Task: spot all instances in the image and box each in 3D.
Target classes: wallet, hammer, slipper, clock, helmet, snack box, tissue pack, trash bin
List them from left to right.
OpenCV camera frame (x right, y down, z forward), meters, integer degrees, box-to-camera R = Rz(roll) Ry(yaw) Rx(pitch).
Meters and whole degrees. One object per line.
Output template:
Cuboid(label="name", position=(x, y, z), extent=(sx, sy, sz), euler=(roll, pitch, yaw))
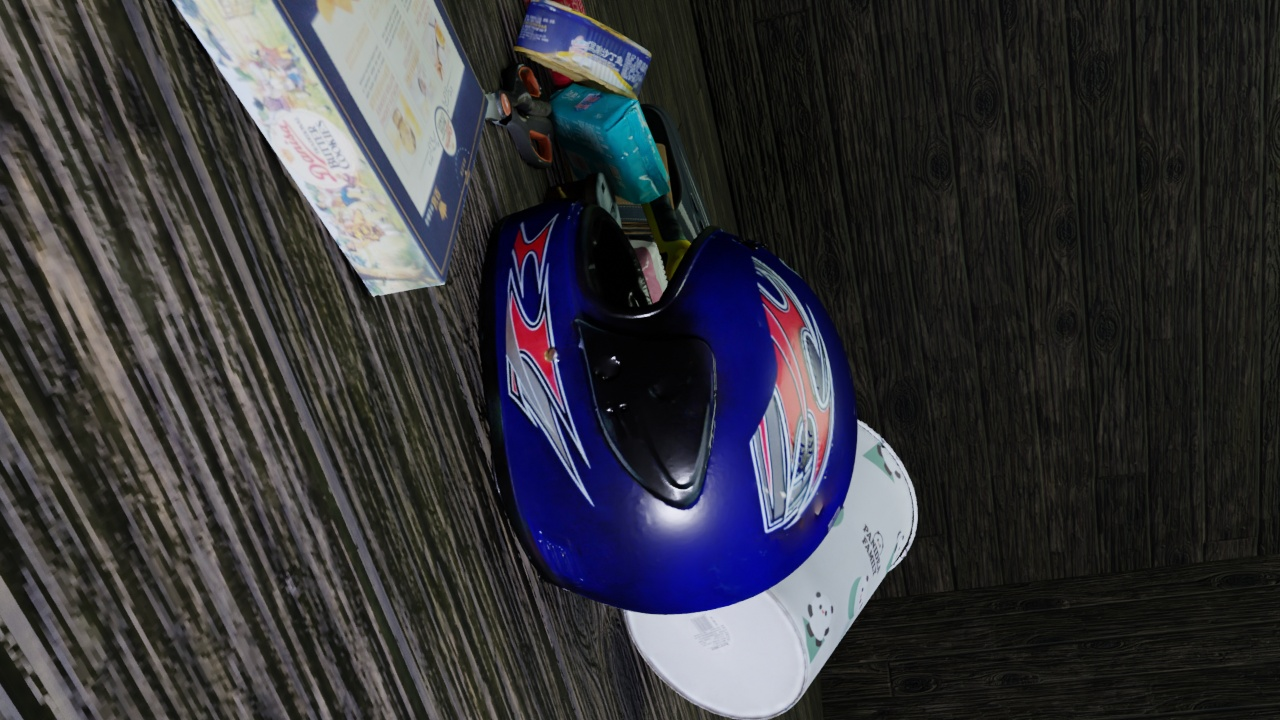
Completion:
Cuboid(label="snack box", position=(-0.143, -0.157, 0.473), extent=(0.183, 0.046, 0.177), euler=(68, 17, -44))
Cuboid(label="clock", position=(-0.049, -0.120, 0.863), extent=(0.081, 0.055, 0.122), euler=(-84, 161, -56))
Cuboid(label="tissue pack", position=(-0.030, -0.209, 0.879), extent=(0.133, 0.050, 0.093), euler=(34, -22, 46))
Cuboid(label="wallet", position=(-0.005, -0.207, 1.095), extent=(0.033, 0.090, 0.115), euler=(137, -51, -63))
Cuboid(label="hammer", position=(0.002, -0.199, 0.962), extent=(0.126, 0.032, 0.322), euler=(107, -26, -44))
Cuboid(label="slipper", position=(0.018, -0.194, 1.162), extent=(0.083, 0.111, 0.268), euler=(-18, 92, -63))
Cuboid(label="helmet", position=(0.030, 0.020, 0.668), extent=(0.247, 0.241, 0.315), euler=(34, 46, -74))
Cuboid(label="trash bin", position=(0.125, 0.195, 0.901), extent=(0.251, 0.230, 0.230), euler=(-39, 121, -50))

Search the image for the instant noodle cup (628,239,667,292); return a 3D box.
Cuboid(label="instant noodle cup", position=(0.002, -0.056, 1.040), extent=(0.137, 0.060, 0.173), euler=(-70, 147, -67))

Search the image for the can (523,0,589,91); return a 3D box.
Cuboid(label="can", position=(-0.072, -0.312, 0.915), extent=(0.053, 0.053, 0.133), euler=(-86, 162, -48))

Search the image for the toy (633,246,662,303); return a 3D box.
Cuboid(label="toy", position=(-0.005, 0.005, 0.912), extent=(0.178, 0.075, 0.195), euler=(-63, 147, -39))

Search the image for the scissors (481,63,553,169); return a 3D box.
Cuboid(label="scissors", position=(-0.104, -0.190, 0.741), extent=(0.234, 0.022, 0.143), euler=(-81, 159, -58))

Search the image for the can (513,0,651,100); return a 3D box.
Cuboid(label="can", position=(-0.050, -0.285, 0.851), extent=(0.148, 0.075, 0.049), euler=(7, 107, -52))
